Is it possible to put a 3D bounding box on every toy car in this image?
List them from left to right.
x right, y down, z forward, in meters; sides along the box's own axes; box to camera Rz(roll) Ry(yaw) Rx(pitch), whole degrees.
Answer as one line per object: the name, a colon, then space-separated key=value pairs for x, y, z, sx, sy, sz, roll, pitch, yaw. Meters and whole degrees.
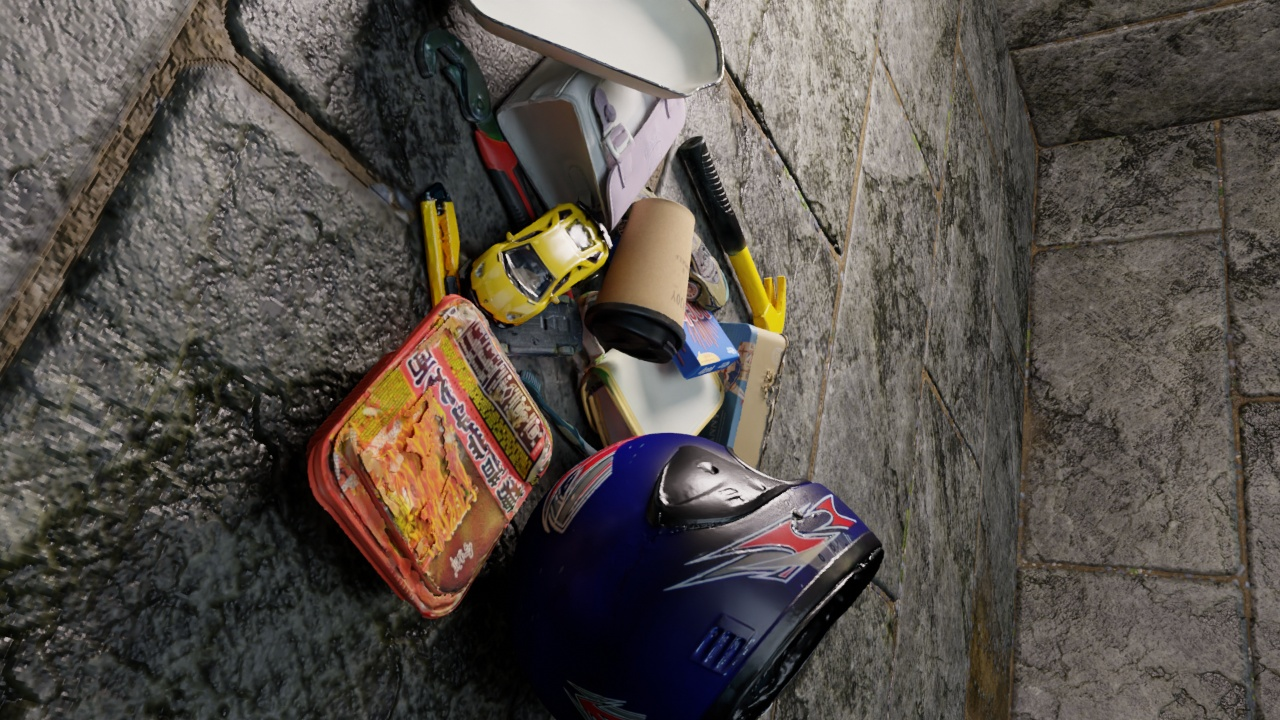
toy car: x=-0.098 y=-0.029 z=0.782 sx=0.120 sy=0.037 sz=0.054 roll=1 pitch=82 yaw=-48
toy car: x=-0.082 y=-0.080 z=0.760 sx=0.071 sy=0.041 sz=0.155 roll=55 pitch=45 yaw=-7
toy car: x=0.035 y=-0.114 z=0.928 sx=0.158 sy=0.042 sz=0.070 roll=45 pitch=30 yaw=-12

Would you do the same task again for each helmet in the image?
helmet: x=0.033 y=0.176 z=0.769 sx=0.314 sy=0.240 sz=0.248 roll=-24 pitch=145 yaw=-47

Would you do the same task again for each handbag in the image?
handbag: x=-0.031 y=-0.226 z=0.857 sx=0.196 sy=0.099 sz=0.145 roll=-61 pitch=141 yaw=-40
handbag: x=-0.005 y=0.005 z=0.915 sx=0.179 sy=0.063 sz=0.162 roll=61 pitch=38 yaw=-10

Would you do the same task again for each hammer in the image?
hammer: x=0.118 y=-0.140 z=1.132 sx=0.301 sy=0.033 sz=0.128 roll=61 pitch=40 yaw=-34

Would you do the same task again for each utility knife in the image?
utility knife: x=-0.148 y=-0.039 z=0.721 sx=0.033 sy=0.015 sz=0.203 roll=-14 pitch=100 yaw=-55

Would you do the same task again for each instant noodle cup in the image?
instant noodle cup: x=-0.152 y=0.067 z=0.646 sx=0.164 sy=0.079 sz=0.188 roll=64 pitch=38 yaw=-31

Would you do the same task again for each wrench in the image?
wrench: x=-0.114 y=-0.151 z=0.786 sx=0.056 sy=0.016 sz=0.273 roll=-53 pitch=130 yaw=-41

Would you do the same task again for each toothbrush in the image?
toothbrush: x=-0.060 y=0.068 z=0.850 sx=0.191 sy=0.016 sz=0.018 roll=52 pitch=36 yaw=-41

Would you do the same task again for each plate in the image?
plate: x=-0.050 y=-0.297 z=0.776 sx=0.265 sy=0.034 sz=0.161 roll=12 pitch=55 yaw=-25

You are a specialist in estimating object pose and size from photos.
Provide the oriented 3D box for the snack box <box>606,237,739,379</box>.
snack box: x=0.032 y=-0.056 z=0.926 sx=0.157 sy=0.026 sz=0.084 roll=57 pitch=31 yaw=12

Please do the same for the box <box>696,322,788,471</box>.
box: x=0.099 y=0.051 z=1.001 sx=0.061 sy=0.090 sz=0.184 roll=17 pitch=83 yaw=-31

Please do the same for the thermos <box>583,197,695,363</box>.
thermos: x=0.006 y=-0.072 z=0.835 sx=0.093 sy=0.093 sz=0.143 roll=40 pitch=58 yaw=-49

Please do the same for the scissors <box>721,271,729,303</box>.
scissors: x=0.057 y=-0.049 z=1.044 sx=0.170 sy=0.019 sz=0.178 roll=12 pitch=78 yaw=-58

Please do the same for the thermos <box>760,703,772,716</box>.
thermos: x=0.088 y=0.334 z=1.004 sx=0.224 sy=0.073 sz=0.073 roll=56 pitch=43 yaw=-44
